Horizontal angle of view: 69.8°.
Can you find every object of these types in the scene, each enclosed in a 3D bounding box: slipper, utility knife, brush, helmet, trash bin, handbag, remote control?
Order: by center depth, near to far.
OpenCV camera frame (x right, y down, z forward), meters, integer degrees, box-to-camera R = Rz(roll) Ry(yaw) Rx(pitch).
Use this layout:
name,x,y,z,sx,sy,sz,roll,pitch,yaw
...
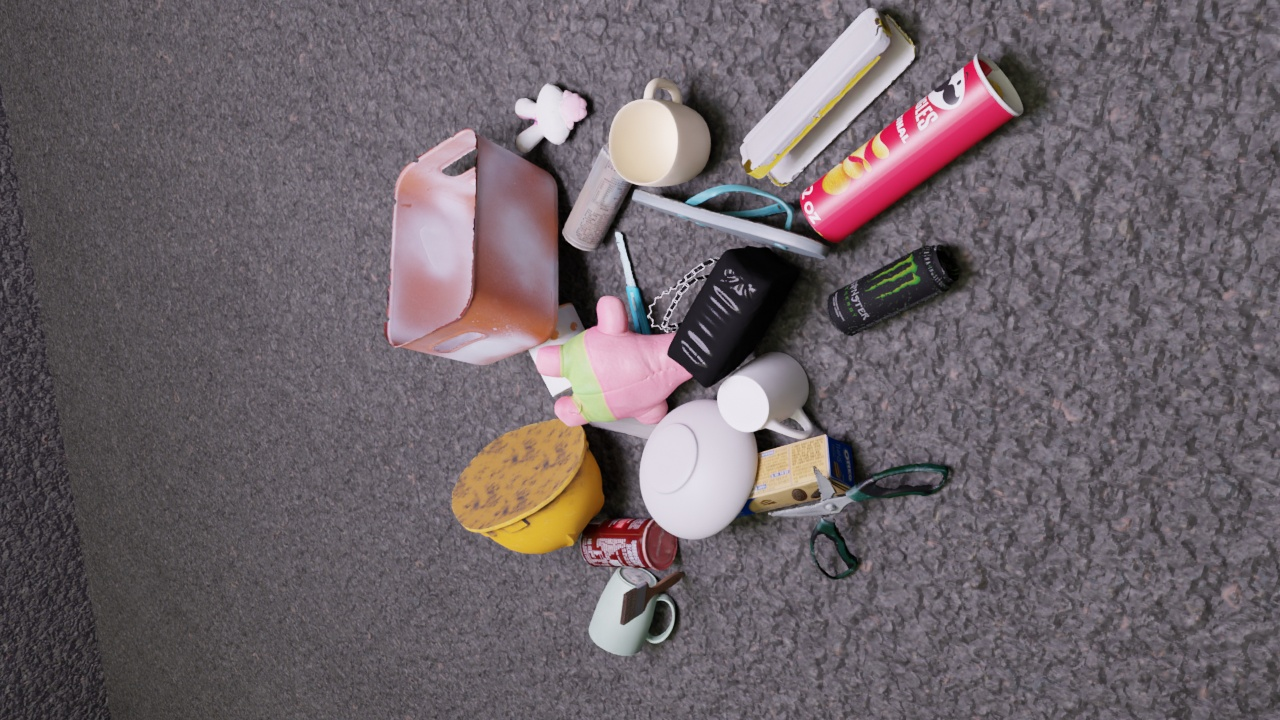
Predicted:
name,x,y,z,sx,sy,sz,roll,pitch,yaw
slipper,0.108,-0.169,1.044,0.269,0.098,0.055,23,95,39
handbag,0.097,-0.066,1.050,0.115,0.124,0.154,39,123,21
trash bin,-0.212,-0.135,1.191,0.182,0.157,0.259,-19,64,39
utility knife,-0.010,-0.081,1.196,0.022,0.015,0.176,-12,97,31
brush,0.018,0.307,1.217,0.008,0.142,0.045,15,104,32
remote control,-0.015,0.087,1.257,0.137,0.013,0.033,8,110,34
helmet,-0.138,0.195,1.293,0.256,0.204,0.131,-1,133,53

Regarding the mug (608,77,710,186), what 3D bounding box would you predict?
name,x,y,z,sx,sy,sz,roll,pitch,yaw
mug,0.030,-0.261,1.056,0.096,0.099,0.120,9,104,33

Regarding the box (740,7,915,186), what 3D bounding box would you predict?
name,x,y,z,sx,sy,sz,roll,pitch,yaw
box,0.189,-0.273,0.966,0.211,0.070,0.067,-44,56,37

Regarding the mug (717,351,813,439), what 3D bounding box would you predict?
name,x,y,z,sx,sy,sz,roll,pitch,yaw
mug,0.152,0.051,1.069,0.114,0.087,0.081,48,127,15

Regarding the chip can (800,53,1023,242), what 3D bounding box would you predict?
name,x,y,z,sx,sy,sz,roll,pitch,yaw
chip can,0.263,-0.205,0.915,0.221,0.069,0.069,-36,81,39

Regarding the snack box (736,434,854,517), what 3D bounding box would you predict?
name,x,y,z,sx,sy,sz,roll,pitch,yaw
snack box,0.156,0.145,1.108,0.207,0.057,0.056,-22,57,40

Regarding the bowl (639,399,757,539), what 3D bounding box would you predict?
name,x,y,z,sx,sy,sz,roll,pitch,yaw
bowl,0.056,0.127,1.128,0.177,0.066,0.176,-23,56,40

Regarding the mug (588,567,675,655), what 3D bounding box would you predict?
name,x,y,z,sx,sy,sz,roll,pitch,yaw
mug,-0.005,0.355,1.300,0.111,0.084,0.104,20,106,1

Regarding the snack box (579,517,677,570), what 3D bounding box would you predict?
name,x,y,z,sx,sy,sz,roll,pitch,yaw
snack box,-0.017,0.254,1.275,0.122,0.072,0.072,-9,99,39

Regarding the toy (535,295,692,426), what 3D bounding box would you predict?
name,x,y,z,sx,sy,sz,roll,pitch,yaw
toy,-0.007,0.007,1.159,0.237,0.096,0.192,-14,116,14

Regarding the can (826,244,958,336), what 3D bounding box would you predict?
name,x,y,z,sx,sy,sz,roll,pitch,yaw
can,0.262,-0.073,0.967,0.138,0.053,0.054,-29,86,39

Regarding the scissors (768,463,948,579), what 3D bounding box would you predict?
name,x,y,z,sx,sy,sz,roll,pitch,yaw
scissors,0.252,0.183,1.051,0.202,0.015,0.204,-10,129,10

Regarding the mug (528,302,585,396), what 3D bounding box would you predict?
name,x,y,z,sx,sy,sz,roll,pitch,yaw
mug,-0.107,-0.014,1.250,0.082,0.082,0.105,-29,87,39

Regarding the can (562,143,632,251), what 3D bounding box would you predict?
name,x,y,z,sx,sy,sz,roll,pitch,yaw
can,-0.049,-0.207,1.162,0.054,0.054,0.136,44,126,18

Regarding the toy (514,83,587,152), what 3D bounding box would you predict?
name,x,y,z,sx,sy,sz,roll,pitch,yaw
toy,-0.117,-0.316,1.190,0.123,0.038,0.079,-5,89,39
